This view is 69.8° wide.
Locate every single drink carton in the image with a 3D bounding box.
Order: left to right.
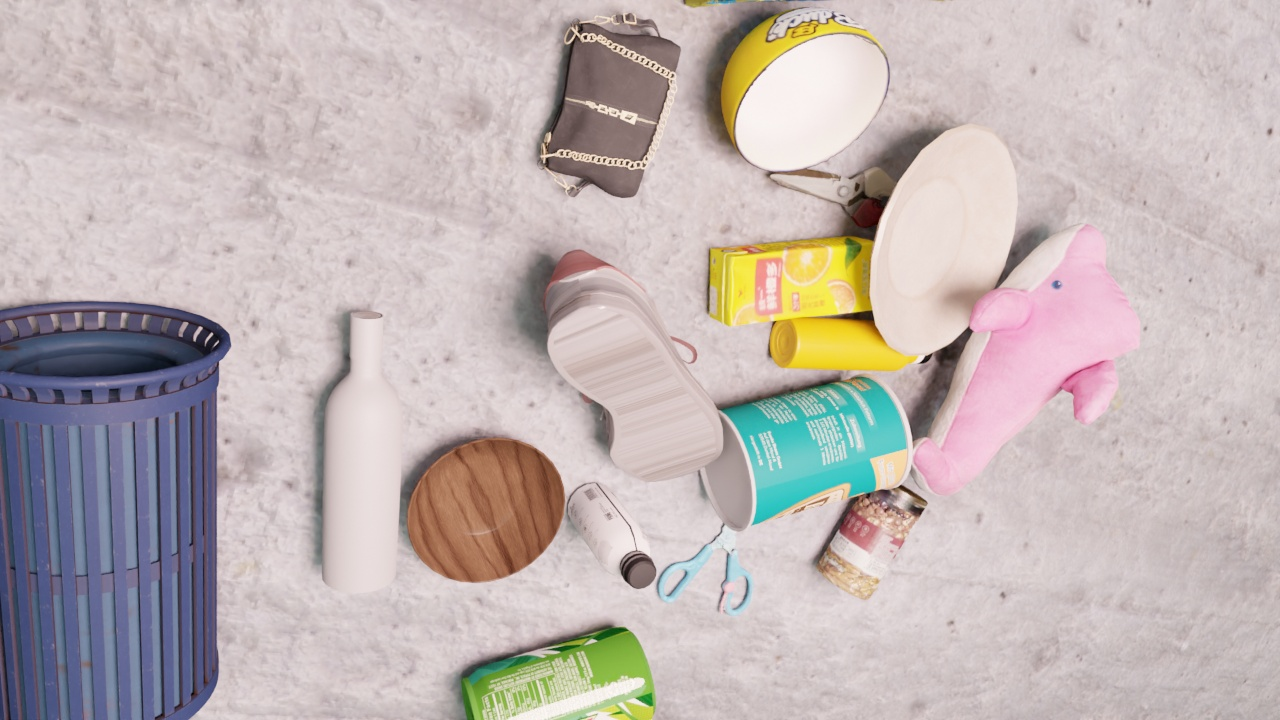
[{"bbox_3d":[0.121,-0.065,0.731,0.134,0.043,0.058,-8,108,-21],"label":"drink carton"}]

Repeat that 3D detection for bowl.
[{"bbox_3d":[-0.119,0.108,0.696,0.119,0.032,0.119,-8,111,-20],"label":"bowl"},{"bbox_3d":[0.109,-0.200,0.651,0.117,0.067,0.117,-14,145,-10],"label":"bowl"}]

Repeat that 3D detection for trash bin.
[{"bbox_3d":[-0.323,0.103,0.551,0.139,0.139,0.250,1,110,-23],"label":"trash bin"}]

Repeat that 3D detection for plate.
[{"bbox_3d":[0.240,-0.096,0.746,0.188,0.027,0.189,-17,119,-34],"label":"plate"}]

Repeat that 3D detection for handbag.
[{"bbox_3d":[-0.024,-0.173,0.631,0.079,0.054,0.129,13,106,-15],"label":"handbag"}]

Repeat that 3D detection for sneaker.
[{"bbox_3d":[-0.004,0.004,0.683,0.099,0.089,0.236,-16,141,10],"label":"sneaker"}]

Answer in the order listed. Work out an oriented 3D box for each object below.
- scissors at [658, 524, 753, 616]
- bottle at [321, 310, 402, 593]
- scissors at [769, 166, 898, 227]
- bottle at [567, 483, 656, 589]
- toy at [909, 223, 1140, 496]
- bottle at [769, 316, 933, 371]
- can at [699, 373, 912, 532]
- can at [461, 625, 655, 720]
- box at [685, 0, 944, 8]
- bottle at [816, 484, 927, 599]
[{"bbox_3d":[0.061,0.170,0.810,0.117,0.015,0.139,-8,105,-21],"label":"scissors"},{"bbox_3d":[-0.193,0.063,0.637,0.052,0.052,0.195,0,108,-23],"label":"bottle"},{"bbox_3d":[0.189,-0.127,0.752,0.188,0.015,0.140,-24,117,-13],"label":"scissors"},{"bbox_3d":[-0.020,0.135,0.700,0.041,0.116,0.041,-8,111,-21],"label":"bottle"},{"bbox_3d":[0.331,0.013,0.771,0.186,0.128,0.266,23,101,-54],"label":"toy"},{"bbox_3d":[0.182,-0.013,0.773,0.143,0.043,0.043,2,108,-23],"label":"bottle"},{"bbox_3d":[0.132,0.073,0.751,0.143,0.099,0.099,-12,112,-19],"label":"can"},{"bbox_3d":[-0.067,0.276,0.749,0.144,0.083,0.083,-11,112,-19],"label":"can"},{"bbox_3d":[0.148,-0.282,0.620,0.220,0.124,0.079,-7,111,-18],"label":"box"},{"bbox_3d":[0.212,0.160,0.841,0.056,0.056,0.105,26,97,-28],"label":"bottle"}]
